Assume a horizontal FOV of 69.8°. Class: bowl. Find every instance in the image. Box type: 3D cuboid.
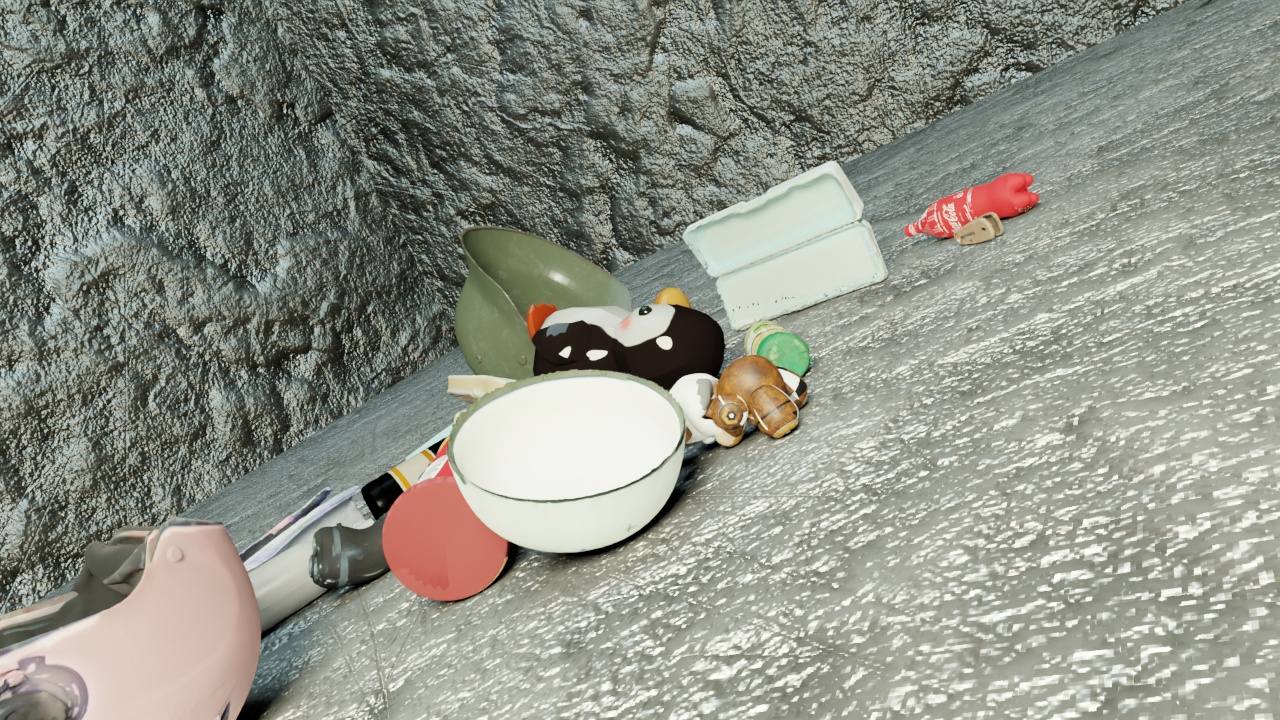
[{"bbox_3d":[-0.045,0.073,0.603,0.153,0.073,0.153,-4,28,2],"label":"bowl"}]

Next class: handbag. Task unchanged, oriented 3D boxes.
[{"bbox_3d":[-0.363,0.198,0.949,0.127,0.069,0.158,-23,13,37],"label":"handbag"}]

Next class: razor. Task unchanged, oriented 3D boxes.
[{"bbox_3d":[-0.232,0.152,0.822,0.140,0.064,0.053,-34,12,-29],"label":"razor"}]

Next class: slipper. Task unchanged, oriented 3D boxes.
[{"bbox_3d":[-0.104,0.043,0.788,0.115,0.052,0.263,10,-3,-27],"label":"slipper"}]

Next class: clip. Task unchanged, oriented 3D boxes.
[{"bbox_3d":[0.321,-0.125,0.882,0.050,0.026,0.060,-25,8,25],"label":"clip"}]

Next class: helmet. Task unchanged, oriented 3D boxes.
[{"bbox_3d":[-0.352,0.212,0.562,0.231,0.152,0.254,-15,16,42],"label":"helmet"},{"bbox_3d":[-0.121,-0.027,1.095,0.226,0.268,0.154,-4,-53,-52],"label":"helmet"}]

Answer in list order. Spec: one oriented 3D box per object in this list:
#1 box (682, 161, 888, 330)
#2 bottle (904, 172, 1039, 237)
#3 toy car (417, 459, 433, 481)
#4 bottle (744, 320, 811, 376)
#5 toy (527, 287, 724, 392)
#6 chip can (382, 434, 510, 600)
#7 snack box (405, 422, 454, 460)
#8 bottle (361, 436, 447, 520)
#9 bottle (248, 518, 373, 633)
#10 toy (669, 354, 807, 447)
[{"bbox_3d":[0.152,-0.119,0.978,0.198,0.136,0.044,-20,17,41],"label":"box"},{"bbox_3d":[0.335,-0.154,0.943,0.142,0.042,0.041,-17,14,49],"label":"bottle"},{"bbox_3d":[-0.165,0.107,0.927,0.120,0.056,0.044,-37,26,-25],"label":"toy car"},{"bbox_3d":[0.115,-0.009,0.786,0.043,0.043,0.111,-27,8,4],"label":"bottle"},{"bbox_3d":[-0.005,0.005,0.884,0.184,0.140,0.159,-9,-14,36],"label":"toy"},{"bbox_3d":[-0.138,0.109,0.726,0.087,0.087,0.213,-28,8,0],"label":"chip can"},{"bbox_3d":[-0.196,0.091,1.098,0.075,0.053,0.174,-22,9,29],"label":"snack box"},{"bbox_3d":[-0.201,0.112,0.972,0.181,0.059,0.059,-32,10,-25],"label":"bottle"},{"bbox_3d":[-0.328,0.207,0.837,0.194,0.052,0.053,-32,10,-26],"label":"bottle"},{"bbox_3d":[0.057,0.035,0.661,0.113,0.067,0.087,-33,6,26],"label":"toy"}]
